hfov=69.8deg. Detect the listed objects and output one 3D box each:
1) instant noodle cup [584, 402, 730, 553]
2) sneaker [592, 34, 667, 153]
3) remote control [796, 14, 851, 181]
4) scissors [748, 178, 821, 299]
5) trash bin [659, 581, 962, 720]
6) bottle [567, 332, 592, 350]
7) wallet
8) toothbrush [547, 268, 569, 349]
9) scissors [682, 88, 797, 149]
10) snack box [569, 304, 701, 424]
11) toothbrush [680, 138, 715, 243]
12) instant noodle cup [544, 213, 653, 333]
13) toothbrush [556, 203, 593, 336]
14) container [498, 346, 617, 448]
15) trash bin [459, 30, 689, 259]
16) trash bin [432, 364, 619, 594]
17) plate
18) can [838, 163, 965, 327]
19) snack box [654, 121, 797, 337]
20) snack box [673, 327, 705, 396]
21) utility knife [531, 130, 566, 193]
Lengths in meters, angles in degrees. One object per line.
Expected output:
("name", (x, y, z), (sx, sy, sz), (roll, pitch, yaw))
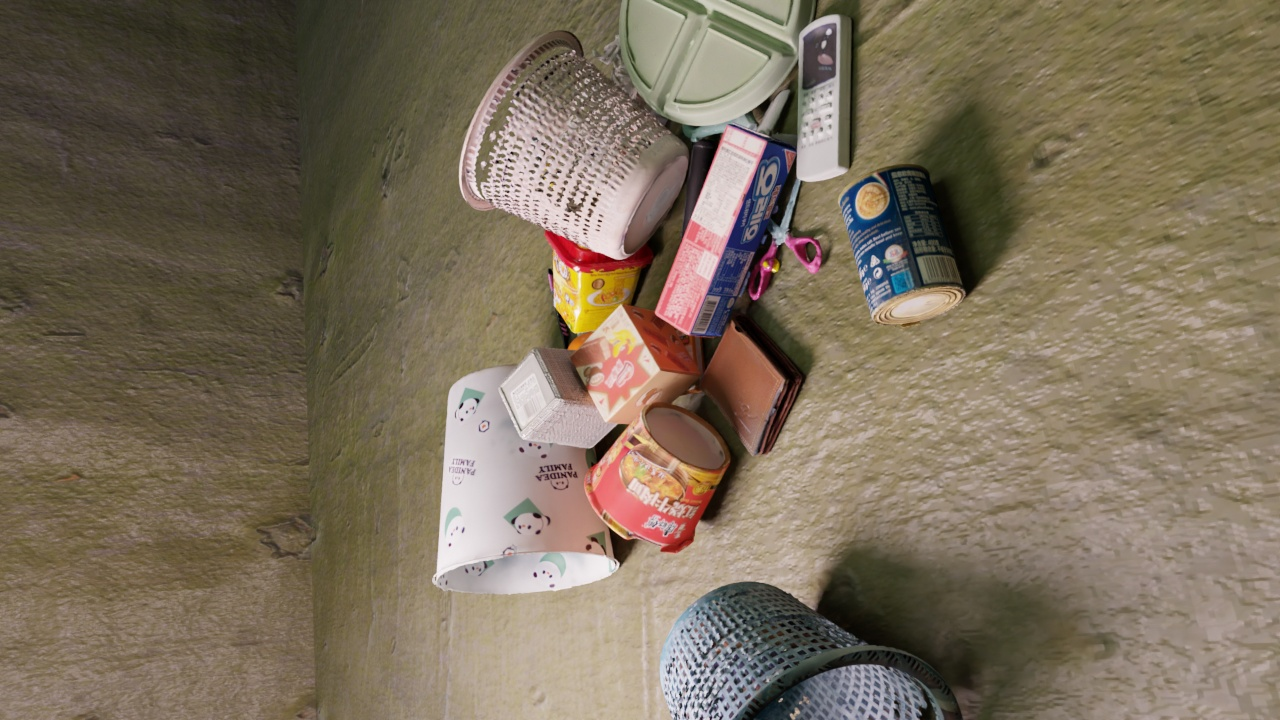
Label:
("instant noodle cup", (0.024, 0.117, 0.983), (0.109, 0.137, 0.138), (-59, 41, 25))
("sneaker", (-0.002, -0.352, 1.084), (0.243, 0.090, 0.089), (-61, 39, 37))
("remote control", (0.171, -0.246, 0.862), (0.058, 0.021, 0.150), (-1, 88, 58))
("scissors", (0.141, -0.118, 0.910), (0.136, 0.017, 0.133), (42, 120, 56))
("trash bin", (0.116, 0.292, 0.765), (0.195, 0.226, 0.227), (-140, 58, -67))
("bottle", (-0.037, 0.026, 1.149), (0.149, 0.066, 0.067), (49, 128, 39))
("wallet", (0.109, 0.024, 0.939), (0.124, 0.032, 0.101), (55, 135, 45))
("toothbrush", (-0.111, -0.055, 1.314), (0.018, 0.014, 0.189), (-38, 56, 39))
("scissors", (0.094, -0.205, 0.959), (0.175, 0.019, 0.170), (28, 106, 42))
("snack box", (-0.006, 0.006, 1.007), (0.093, 0.077, 0.094), (-44, 60, 26))
("toothbrush", (0.058, -0.141, 1.036), (0.027, 0.026, 0.213), (-124, 40, -77))
("instant noodle cup", (-0.057, -0.108, 1.149), (0.116, 0.116, 0.124), (53, 143, 45))
("toothbrush", (-0.093, -0.128, 1.277), (0.027, 0.026, 0.220), (79, 178, -67))
("container", (-0.089, 0.041, 1.045), (0.090, 0.114, 0.090), (-44, 59, 26))
("trash bin", (-0.061, -0.224, 1.041), (0.192, 0.226, 0.228), (34, 124, 11))
("trash bin", (-0.154, 0.154, 1.186), (0.230, 0.229, 0.251), (-39, 51, 51))
("plate", (0.069, -0.359, 0.943), (0.231, 0.027, 0.230), (2, 93, 34))
("can", (0.210, -0.091, 0.739), (0.076, 0.075, 0.111), (-37, 58, 52))
("snack box", (0.084, -0.127, 0.914), (0.058, 0.057, 0.208), (36, 113, 38))
("snack box", (0.006, 0.010, 1.064), (0.154, 0.026, 0.075), (-13, 76, 38))
("utility knife", (-0.123, -0.262, 1.219), (0.033, 0.015, 0.230), (-63, -7, -6))
